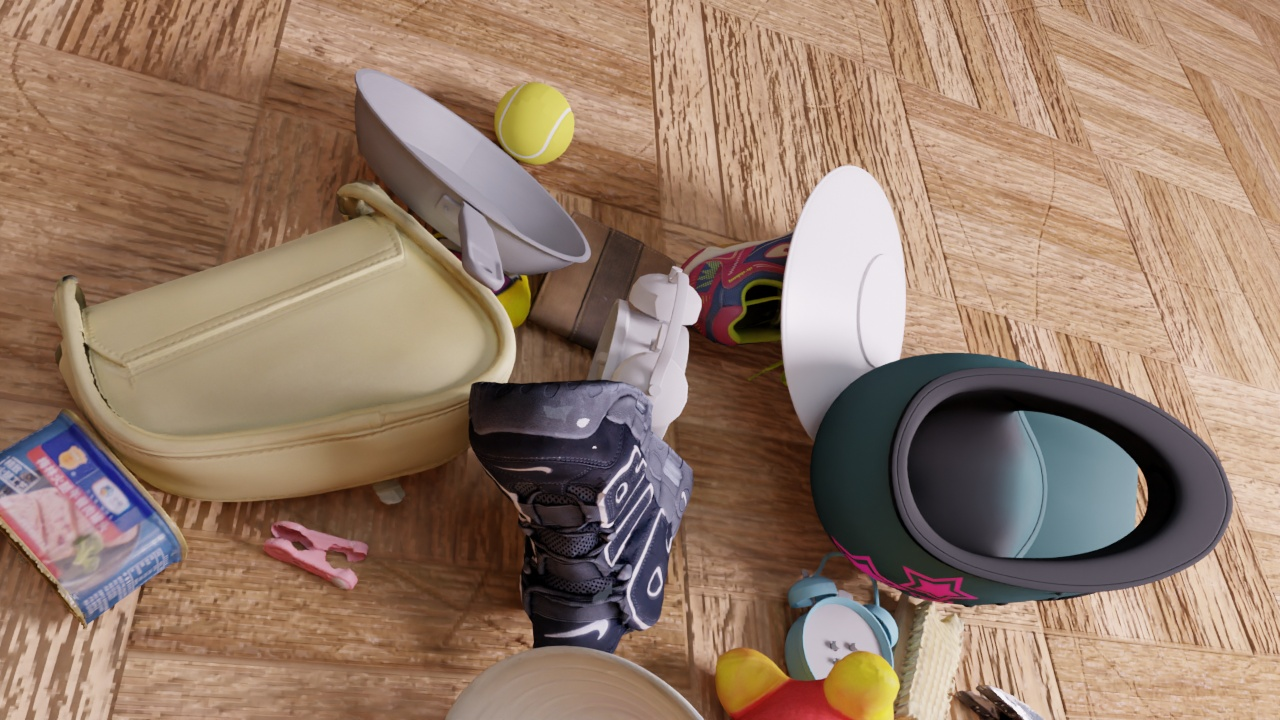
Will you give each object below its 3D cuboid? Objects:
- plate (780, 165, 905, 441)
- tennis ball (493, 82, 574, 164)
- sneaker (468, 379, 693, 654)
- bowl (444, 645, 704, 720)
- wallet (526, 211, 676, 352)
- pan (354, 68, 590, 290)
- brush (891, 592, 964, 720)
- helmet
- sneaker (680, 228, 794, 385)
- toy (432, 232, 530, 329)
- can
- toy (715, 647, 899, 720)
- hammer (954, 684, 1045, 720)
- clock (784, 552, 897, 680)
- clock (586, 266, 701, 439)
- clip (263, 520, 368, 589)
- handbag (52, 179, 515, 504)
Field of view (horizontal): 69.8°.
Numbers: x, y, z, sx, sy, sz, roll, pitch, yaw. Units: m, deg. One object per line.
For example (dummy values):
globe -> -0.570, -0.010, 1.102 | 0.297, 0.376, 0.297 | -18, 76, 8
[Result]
plate -> 0.180, -0.040, 0.732 | 0.228, 0.030, 0.229 | -8, 100, -52
tennis ball -> -0.087, -0.194, 0.752 | 0.065, 0.065, 0.065 | 14, 55, -21
sneaker -> -0.038, 0.104, 0.511 | 0.097, 0.252, 0.150 | 0, 70, 14
bowl -> -0.021, 0.231, 0.482 | 0.176, 0.177, 0.057 | 56, 17, 12
wallet -> -0.028, -0.056, 0.723 | 0.098, 0.027, 0.120 | 25, 51, -11
pan -> -0.109, -0.098, 0.582 | 0.200, 0.051, 0.356 | 36, 16, -22
brush -> 0.202, 0.224, 0.661 | 0.049, 0.039, 0.116 | 36, 51, -6
helmet -> 0.258, 0.090, 0.658 | 0.275, 0.200, 0.176 | 8, 81, 0
sneaker -> 0.144, -0.051, 0.772 | 0.241, 0.116, 0.091 | -12, 36, -30
toy -> -0.123, -0.054, 0.656 | 0.095, 0.041, 0.094 | 25, 44, -9
can -> -0.292, 0.081, 0.473 | 0.100, 0.054, 0.058 | 46, 52, 5
toy -> 0.080, 0.270, 0.515 | 0.099, 0.148, 0.215 | 52, 42, -30
hammer -> 0.198, 0.348, 0.585 | 0.325, 0.037, 0.140 | -31, 80, -38
clock -> 0.143, 0.190, 0.648 | 0.087, 0.042, 0.122 | 30, 50, -9
clock -> -0.003, 0.003, 0.615 | 0.061, 0.160, 0.119 | 17, 53, -8
clip -> -0.186, 0.108, 0.535 | 0.060, 0.023, 0.044 | 41, 45, -2
handbag -> -0.203, -0.002, 0.538 | 0.232, 0.089, 0.191 | -23, 68, -21
